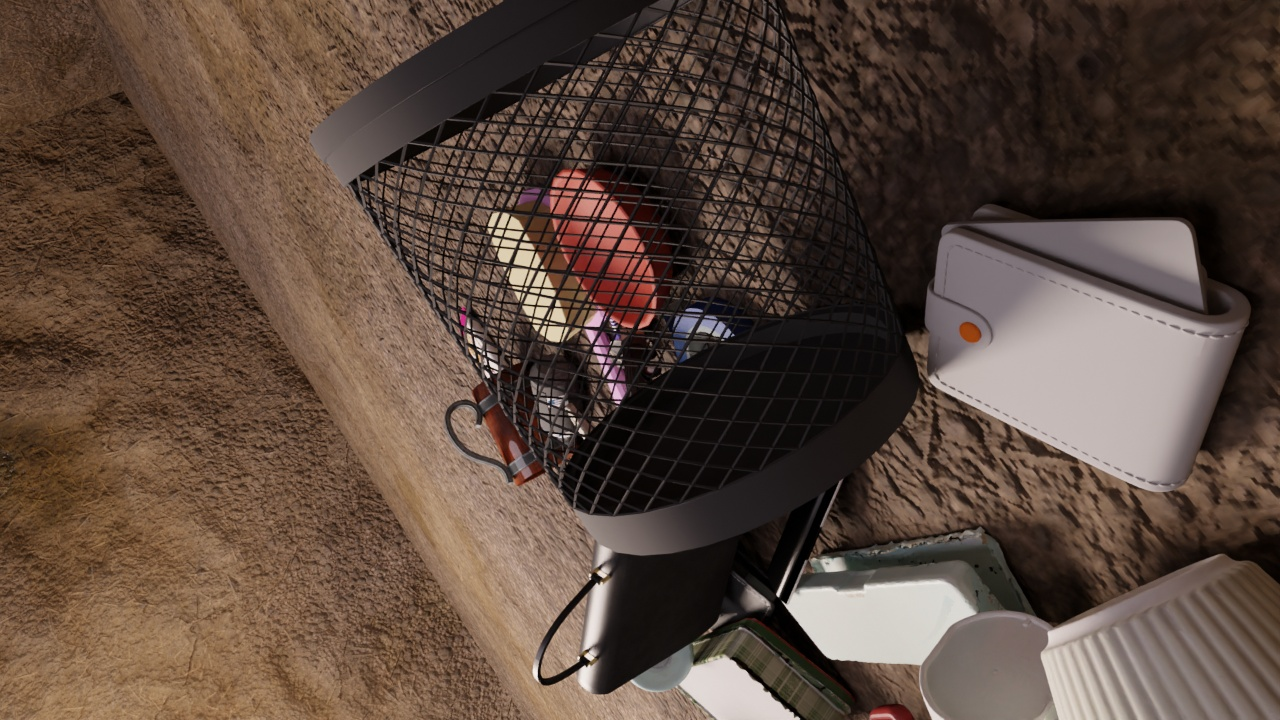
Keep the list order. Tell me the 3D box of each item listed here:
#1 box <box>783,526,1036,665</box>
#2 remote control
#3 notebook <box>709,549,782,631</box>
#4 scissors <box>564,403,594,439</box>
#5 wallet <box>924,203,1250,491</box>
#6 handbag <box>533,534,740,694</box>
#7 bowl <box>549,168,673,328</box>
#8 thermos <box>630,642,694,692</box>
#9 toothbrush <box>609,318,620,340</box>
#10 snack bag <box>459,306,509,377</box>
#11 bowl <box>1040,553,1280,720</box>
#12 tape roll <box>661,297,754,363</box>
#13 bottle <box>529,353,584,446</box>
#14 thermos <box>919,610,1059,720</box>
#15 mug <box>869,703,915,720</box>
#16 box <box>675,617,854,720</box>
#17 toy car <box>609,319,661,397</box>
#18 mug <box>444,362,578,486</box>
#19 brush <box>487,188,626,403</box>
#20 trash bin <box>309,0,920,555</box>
[{"bbox_3d":[0.162,0.158,0.579,0.199,0.067,0.083,139,117,-64],"label":"box"},{"bbox_3d":[0.107,0.110,0.610,0.028,0.011,0.124,-114,31,-51],"label":"remote control"},{"bbox_3d":[0.033,0.173,0.837,0.209,0.029,0.170,37,152,18],"label":"notebook"},{"bbox_3d":[-0.009,0.112,0.871,0.179,0.015,0.199,43,155,14],"label":"scissors"},{"bbox_3d":[0.171,-0.018,0.367,0.118,0.037,0.115,32,145,39],"label":"wallet"},{"bbox_3d":[-0.010,0.172,0.680,0.072,0.195,0.176,29,129,27],"label":"handbag"},{"bbox_3d":[-0.015,-0.084,0.646,0.122,0.035,0.122,43,152,30],"label":"bowl"},{"bbox_3d":[0.006,0.255,0.899,0.207,0.065,0.078,-168,78,-84],"label":"thermos"},{"bbox_3d":[-0.010,-0.004,0.755,0.016,0.015,0.187,30,145,58],"label":"toothbrush"},{"bbox_3d":[-0.157,0.028,1.072,0.196,0.016,0.070,54,154,11],"label":"snack bag"},{"bbox_3d":[0.216,0.122,0.369,0.116,0.115,0.062,110,140,-60],"label":"bowl"},{"bbox_3d":[0.057,0.001,0.630,0.093,0.016,0.091,11,128,59],"label":"tape roll"},{"bbox_3d":[-0.080,0.043,0.905,0.047,0.046,0.113,40,150,36],"label":"bottle"},{"bbox_3d":[0.213,0.231,0.481,0.099,0.099,0.220,14,139,58],"label":"thermos"},{"bbox_3d":[0.196,0.292,0.633,0.116,0.080,0.097,60,157,13],"label":"mug"},{"bbox_3d":[0.098,0.293,0.825,0.117,0.050,0.206,41,153,7],"label":"box"},{"bbox_3d":[-0.004,0.004,0.694,0.040,0.037,0.092,84,179,-46],"label":"toy car"},{"bbox_3d":[-0.140,0.074,0.975,0.111,0.117,0.082,59,157,7],"label":"mug"},{"bbox_3d":[-0.056,-0.033,0.776,0.089,0.043,0.229,7,125,60],"label":"brush"},{"bbox_3d":[0.001,-0.055,0.445,0.218,0.217,0.227,2,124,62],"label":"trash bin"}]
